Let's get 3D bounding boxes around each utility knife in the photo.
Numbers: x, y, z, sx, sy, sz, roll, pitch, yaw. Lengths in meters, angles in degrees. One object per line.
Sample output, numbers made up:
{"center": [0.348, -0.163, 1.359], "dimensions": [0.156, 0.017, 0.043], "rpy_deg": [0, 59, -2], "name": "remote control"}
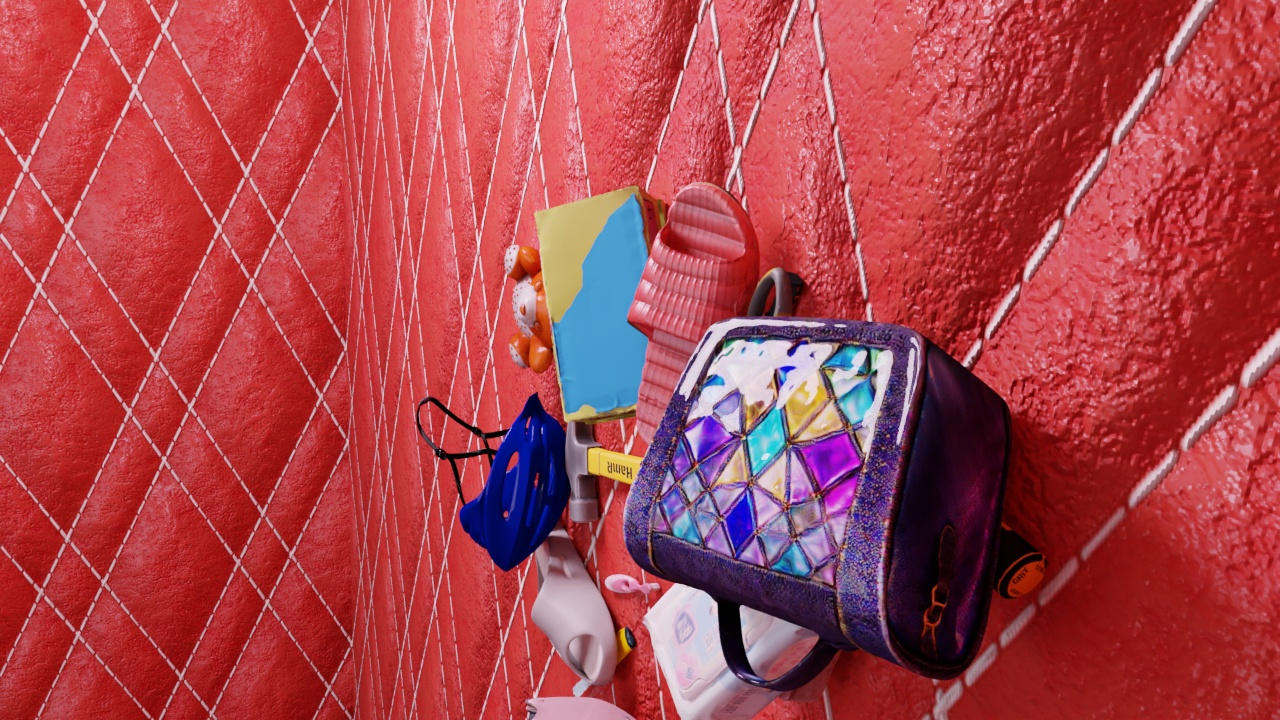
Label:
{"center": [-0.051, 0.385, 1.157], "dimensions": [0.219, 0.019, 0.030], "rpy_deg": [-55, 41, 45], "name": "utility knife"}

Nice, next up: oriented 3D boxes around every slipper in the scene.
{"center": [-0.110, 0.308, 1.180], "dimensions": [0.265, 0.080, 0.113], "rpy_deg": [-124, 43, -52], "name": "slipper"}
{"center": [0.036, -0.029, 0.797], "dimensions": [0.104, 0.059, 0.249], "rpy_deg": [18, 108, 31], "name": "slipper"}

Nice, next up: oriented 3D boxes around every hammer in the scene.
{"center": [0.168, 0.056, 0.669], "dimensions": [0.320, 0.036, 0.123], "rpy_deg": [-128, 41, -50], "name": "hammer"}
{"center": [-0.007, 0.119, 1.025], "dimensions": [0.325, 0.034, 0.170], "rpy_deg": [3, 95, 61], "name": "hammer"}

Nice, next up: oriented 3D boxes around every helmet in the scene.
{"center": [-0.201, 0.144, 1.204], "dimensions": [0.147, 0.228, 0.242], "rpy_deg": [-39, -30, -76], "name": "helmet"}
{"center": [-0.047, 0.487, 0.982], "dimensions": [0.255, 0.152, 0.230], "rpy_deg": [-81, -15, -75], "name": "helmet"}

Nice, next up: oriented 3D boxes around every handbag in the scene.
{"center": [0.107, 0.093, 0.573], "dimensions": [0.205, 0.125, 0.221], "rpy_deg": [6, 73, 49], "name": "handbag"}

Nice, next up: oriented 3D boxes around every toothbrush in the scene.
{"center": [-0.011, 0.262, 1.068], "dimensions": [0.135, 0.016, 0.021], "rpy_deg": [158, 106, -64], "name": "toothbrush"}

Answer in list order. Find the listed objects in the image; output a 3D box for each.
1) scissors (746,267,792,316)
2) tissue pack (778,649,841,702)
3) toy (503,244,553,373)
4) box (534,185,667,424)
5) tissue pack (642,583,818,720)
{"center": [0.093, 0.019, 0.786], "dimensions": [0.229, 0.016, 0.134], "rpy_deg": [118, 143, -53], "name": "scissors"}
{"center": [0.106, 0.206, 0.788], "dimensions": [0.181, 0.071, 0.104], "rpy_deg": [31, 105, 55], "name": "tissue pack"}
{"center": [-0.122, -0.066, 1.152], "dimensions": [0.173, 0.092, 0.164], "rpy_deg": [8, 100, 61], "name": "toy"}
{"center": [-0.026, -0.050, 0.922], "dimensions": [0.125, 0.082, 0.221], "rpy_deg": [-13, 83, 20], "name": "box"}
{"center": [0.080, 0.198, 0.705], "dimensions": [0.182, 0.070, 0.112], "rpy_deg": [-54, 37, 29], "name": "tissue pack"}
